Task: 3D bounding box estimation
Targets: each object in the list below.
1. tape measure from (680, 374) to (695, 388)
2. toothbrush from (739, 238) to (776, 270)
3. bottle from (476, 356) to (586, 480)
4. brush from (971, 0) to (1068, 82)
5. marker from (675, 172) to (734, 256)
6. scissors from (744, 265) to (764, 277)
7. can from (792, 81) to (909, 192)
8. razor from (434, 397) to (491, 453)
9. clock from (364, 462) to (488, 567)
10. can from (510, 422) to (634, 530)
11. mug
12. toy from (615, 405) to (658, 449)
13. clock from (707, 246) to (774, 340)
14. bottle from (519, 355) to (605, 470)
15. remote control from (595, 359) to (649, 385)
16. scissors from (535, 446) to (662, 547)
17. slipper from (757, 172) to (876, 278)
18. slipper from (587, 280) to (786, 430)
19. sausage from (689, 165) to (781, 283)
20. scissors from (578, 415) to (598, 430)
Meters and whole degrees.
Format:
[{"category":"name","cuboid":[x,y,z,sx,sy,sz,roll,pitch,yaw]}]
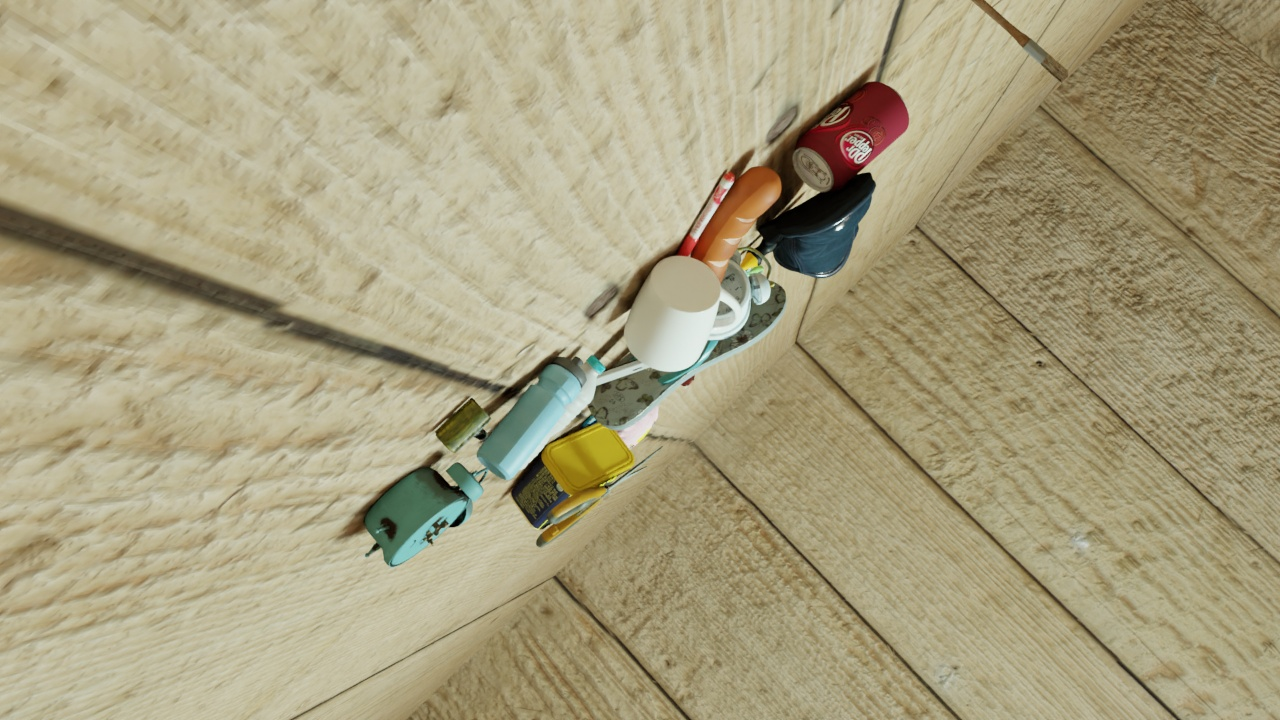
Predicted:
[{"category":"tape measure","cuboid":[0.058,0.001,1.240,0.051,0.059,0.019,-43,170,-3]},{"category":"toothbrush","cuboid":[0.142,-0.129,1.131,0.196,0.031,0.031,-42,175,0]},{"category":"bottle","cuboid":[-0.093,0.047,0.827,0.129,0.040,0.040,-52,174,-21]},{"category":"brush","cuboid":[0.316,-0.294,0.800,0.008,0.143,0.045,-49,178,34]},{"category":"marker","cuboid":[0.055,-0.123,0.845,0.012,0.013,0.143,-37,168,-35]},{"category":"scissors","cuboid":[0.135,-0.108,1.230,0.166,0.024,0.171,-40,169,10]},{"category":"can","cuboid":[0.208,-0.220,0.905,0.114,0.063,0.063,-41,170,-16]},{"category":"razor","cuboid":[-0.144,0.059,0.784,0.042,0.026,0.106,-45,175,-7]},{"category":"clock","cuboid":[-0.185,0.129,0.810,0.124,0.053,0.090,-36,168,-40]},{"category":"can","cuboid":[-0.091,0.153,1.207,0.135,0.075,0.105,-21,158,-51]},{"category":"mug","cuboid":[0.048,-0.048,0.883,0.114,0.080,0.088,-4,148,-18]},{"category":"toy","cuboid":[-0.011,0.088,1.296,0.102,0.050,0.093,-46,172,-18]},{"category":"clock","cuboid":[0.088,-0.076,0.978,0.117,0.083,0.057,-41,164,-12]},{"category":"bottle","cuboid":[-0.088,0.049,0.891,0.136,0.044,0.044,-45,170,5]},{"category":"remote control","cuboid":[-0.006,0.006,0.972,0.147,0.008,0.045,-19,172,5]},{"category":"scissors","cuboid":[-0.065,0.176,1.147,0.226,0.016,0.229,-40,168,15]},{"category":"slipper","cuboid":[0.198,-0.134,0.983,0.109,0.083,0.265,-31,-175,-1]},{"category":"slipper","cuboid":[0.047,-0.025,1.058,0.268,0.098,0.055,-35,145,-7]},{"category":"sausage","cuboid":[0.083,-0.123,0.862,0.039,0.044,0.165,-50,176,-36]},{"category":"scissors","cuboid":[-0.062,0.089,1.273,0.134,0.011,0.140,-43,171,6]}]
